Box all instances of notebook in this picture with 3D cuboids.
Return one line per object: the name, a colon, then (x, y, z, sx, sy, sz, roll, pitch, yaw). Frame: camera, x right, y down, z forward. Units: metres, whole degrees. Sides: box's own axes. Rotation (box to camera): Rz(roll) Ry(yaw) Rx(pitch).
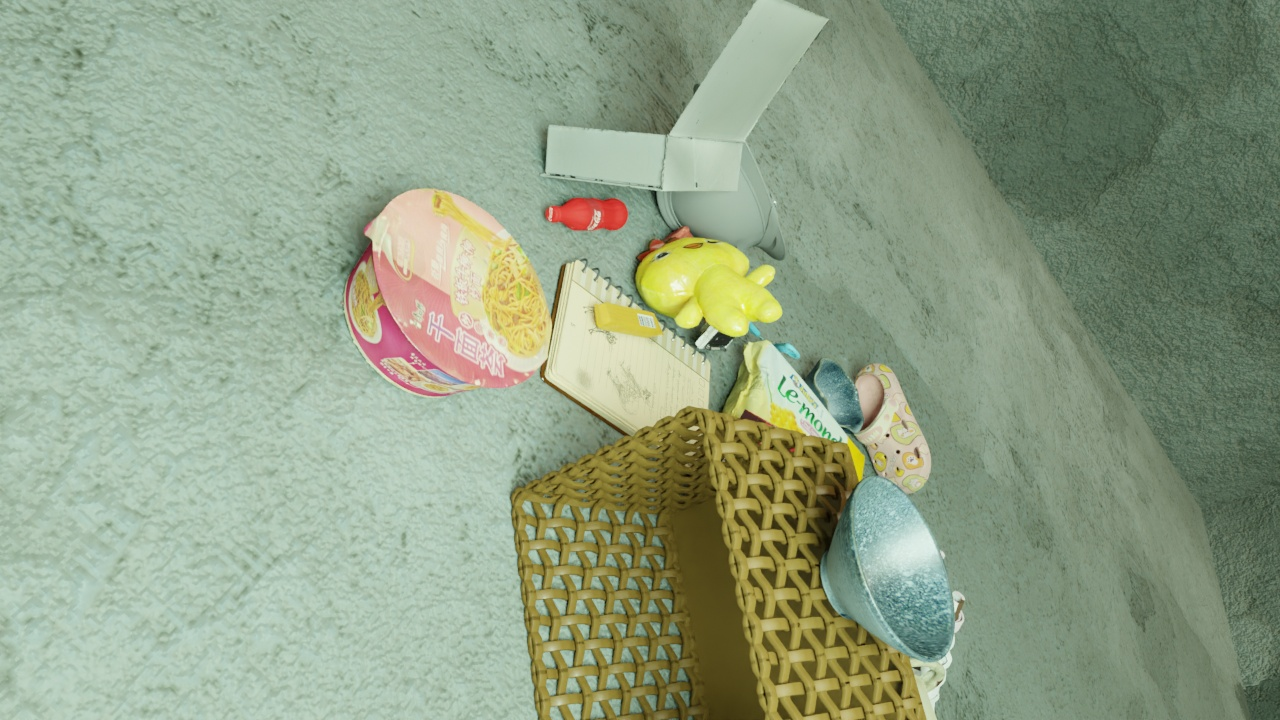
notebook: (-0.006, 0.006, 0.979, 0.225, 0.024, 0.167, 36, 43, -32)

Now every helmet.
helmet: (0.082, -0.207, 1.164, 0.183, 0.117, 0.271, 57, -2, 46)

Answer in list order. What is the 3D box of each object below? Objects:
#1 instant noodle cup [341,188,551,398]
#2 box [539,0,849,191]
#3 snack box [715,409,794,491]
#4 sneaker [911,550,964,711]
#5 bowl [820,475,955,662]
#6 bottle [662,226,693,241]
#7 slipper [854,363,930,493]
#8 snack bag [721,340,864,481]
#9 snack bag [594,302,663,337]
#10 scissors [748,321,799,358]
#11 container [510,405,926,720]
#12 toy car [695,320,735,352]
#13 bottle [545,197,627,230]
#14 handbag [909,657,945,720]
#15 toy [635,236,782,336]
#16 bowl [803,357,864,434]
instant noodle cup: (-0.166, -0.045, 0.761, 0.178, 0.078, 0.178, 32, 43, -37)
box: (0.056, -0.281, 0.974, 0.165, 0.331, 0.166, 53, 32, 14)
snack box: (0.135, 0.141, 0.979, 0.152, 0.132, 0.036, 28, 4, -39)
sneaker: (0.314, 0.339, 1.034, 0.111, 0.117, 0.293, -1, 84, -52)
bowl: (0.171, 0.158, 0.678, 0.137, 0.057, 0.136, 30, 45, -37)
bottle: (0.070, -0.112, 1.140, 0.109, 0.044, 0.044, 55, 35, -11)
slipper: (0.341, 0.099, 1.318, 0.081, 0.093, 0.197, -1, 65, -31)
snack bag: (0.185, 0.109, 1.113, 0.247, 0.068, 0.159, 49, 35, -18)
snack bag: (-0.014, -0.041, 0.959, 0.099, 0.020, 0.026, 8, 58, -47)
scissors: (0.163, -0.024, 1.149, 0.135, 0.015, 0.130, 36, -2, -40)
container: (0.059, 0.203, 0.752, 0.213, 0.220, 0.251, 16, 55, -46)
toy car: (0.090, -0.035, 1.097, 0.039, 0.039, 0.113, 45, 15, 15)
bottle: (-0.061, -0.161, 1.011, 0.118, 0.036, 0.036, -13, 77, -54)
handbag: (0.253, 0.428, 0.899, 0.132, 0.184, 0.228, 46, 21, -26)
toy: (0.072, -0.081, 1.027, 0.133, 0.208, 0.092, -21, 118, -22)
bowl: (0.252, 0.055, 1.248, 0.110, 0.055, 0.110, 30, 46, -37)
